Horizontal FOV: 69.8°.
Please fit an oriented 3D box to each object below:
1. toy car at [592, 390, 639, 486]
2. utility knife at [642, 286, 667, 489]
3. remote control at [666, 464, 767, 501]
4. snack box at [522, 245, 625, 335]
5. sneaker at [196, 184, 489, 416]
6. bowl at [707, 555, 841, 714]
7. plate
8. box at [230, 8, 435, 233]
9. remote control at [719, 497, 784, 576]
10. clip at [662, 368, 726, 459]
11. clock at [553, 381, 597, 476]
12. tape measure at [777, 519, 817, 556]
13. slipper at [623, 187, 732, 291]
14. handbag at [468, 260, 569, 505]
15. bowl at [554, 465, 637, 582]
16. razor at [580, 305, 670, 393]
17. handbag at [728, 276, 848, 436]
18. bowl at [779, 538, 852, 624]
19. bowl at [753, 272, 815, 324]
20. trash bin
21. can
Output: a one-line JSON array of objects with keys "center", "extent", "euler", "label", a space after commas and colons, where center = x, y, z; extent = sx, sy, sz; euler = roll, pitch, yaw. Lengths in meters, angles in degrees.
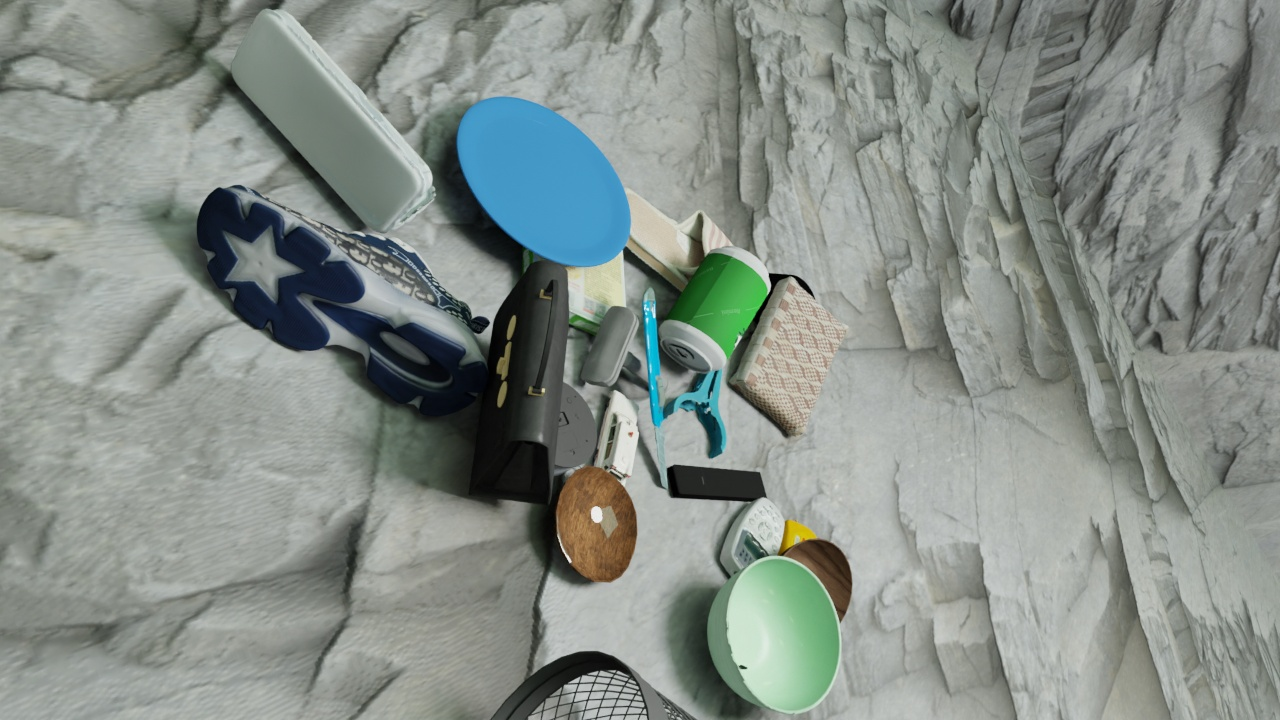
[{"center": [-0.020, 0.079, 0.953], "extent": [0.039, 0.039, 0.112], "euler": [35, 44, -24], "label": "toy car"}, {"center": [0.017, 0.030, 0.986], "extent": [0.031, 0.015, 0.220], "euler": [-9, 96, -63], "label": "utility knife"}, {"center": [0.089, 0.141, 1.043], "extent": [0.149, 0.013, 0.034], "euler": [11, 57, -42], "label": "remote control"}, {"center": [-0.074, -0.113, 1.037], "extent": [0.132, 0.027, 0.167], "euler": [23, 49, -35], "label": "snack box"}, {"center": [-0.244, -0.070, 0.799], "extent": [0.269, 0.103, 0.132], "euler": [36, 29, -24], "label": "sneaker"}, {"center": [0.124, 0.278, 0.927], "extent": [0.150, 0.077, 0.150], "euler": [14, 63, -31], "label": "bowl"}, {"center": [-0.107, -0.195, 1.018], "extent": [0.224, 0.024, 0.223], "euler": [23, 49, -30], "label": "plate"}, {"center": [-0.270, -0.231, 0.858], "extent": [0.210, 0.105, 0.128], "euler": [46, 37, -13], "label": "box"}, {"center": [0.128, 0.202, 1.030], "extent": [0.060, 0.028, 0.114], "euler": [50, 40, -7], "label": "remote control"}, {"center": [0.061, 0.053, 1.068], "extent": [0.120, 0.033, 0.122], "euler": [9, 59, -38], "label": "clip"}, {"center": [-0.095, 0.056, 0.897], "extent": [0.094, 0.035, 0.122], "euler": [-13, 74, -49], "label": "clock"}, {"center": [0.183, 0.223, 1.070], "extent": [0.059, 0.030, 0.068], "euler": [36, 50, -22], "label": "tape measure"}, {"center": [0.064, -0.142, 1.165], "extent": [0.262, 0.052, 0.114], "euler": [28, 48, -39], "label": "slipper"}, {"center": [-0.088, 0.004, 0.769], "extent": [0.072, 0.196, 0.175], "euler": [9, 62, -11], "label": "handbag"}, {"center": [-0.048, 0.159, 0.879], "extent": [0.102, 0.026, 0.114], "euler": [43, 43, -25], "label": "bowl"}, {"center": [-0.006, 0.006, 1.010], "extent": [0.116, 0.047, 0.088], "euler": [37, 69, -44], "label": "razor"}, {"center": [0.195, -0.004, 1.203], "extent": [0.124, 0.047, 0.185], "euler": [40, 60, -21], "label": "handbag"}, {"center": [0.180, 0.254, 1.021], "extent": [0.119, 0.032, 0.119], "euler": [-2, 94, -28], "label": "bowl"}, {"center": [0.208, -0.082, 1.285], "extent": [0.124, 0.053, 0.123], "euler": [25, 48, -32], "label": "bowl"}, {"center": [0.007, 0.362, 0.660], "extent": [0.227, 0.218, 0.217], "euler": [40, 42, -26], "label": "trash bin"}, {"center": [0.088, -0.060, 1.085], "extent": [0.088, 0.088, 0.139], "euler": [39, 71, -20], "label": "can"}]
